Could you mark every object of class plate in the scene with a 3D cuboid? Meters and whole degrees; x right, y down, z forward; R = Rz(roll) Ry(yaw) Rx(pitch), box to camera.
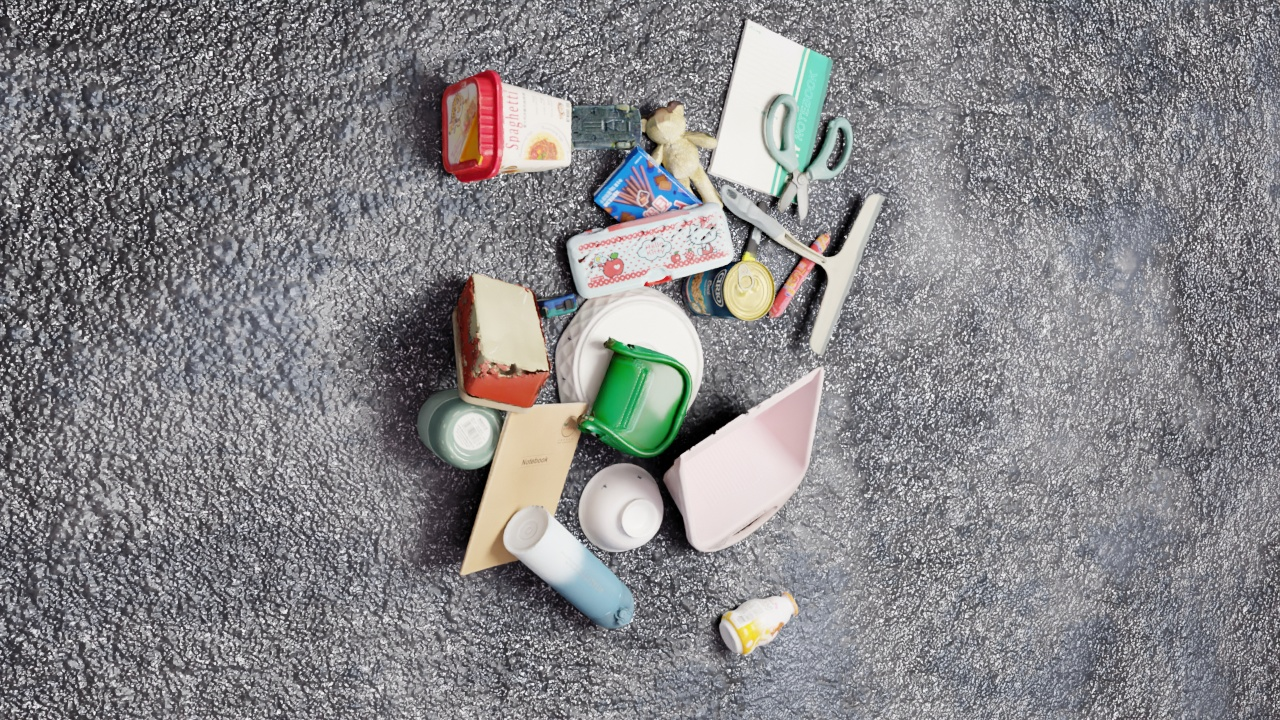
[{"bbox_3d":[-0.007,0.007,1.176,0.204,0.046,0.205,-3,97,-24],"label":"plate"}]

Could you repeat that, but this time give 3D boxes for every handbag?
[{"bbox_3d":[-0.008,0.047,1.116,0.120,0.068,0.131,21,86,-23],"label":"handbag"}]

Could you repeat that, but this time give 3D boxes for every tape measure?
[{"bbox_3d":[-0.105,-0.065,1.118,0.054,0.058,0.025,-15,100,-27],"label":"tape measure"}]

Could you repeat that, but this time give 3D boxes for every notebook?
[{"bbox_3d":[0.179,-0.333,1.245,0.150,0.012,0.209,14,89,-26],"label":"notebook"},{"bbox_3d":[-0.135,0.148,1.086,0.147,0.008,0.208,1,110,-58],"label":"notebook"}]

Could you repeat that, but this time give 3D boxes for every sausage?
[{"bbox_3d":[0.222,-0.120,1.280,0.020,0.020,0.155,39,79,-22],"label":"sausage"}]

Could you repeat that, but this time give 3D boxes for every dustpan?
[{"bbox_3d":[0.146,0.146,1.174,0.222,0.274,0.139,-31,82,-16],"label":"dustpan"}]

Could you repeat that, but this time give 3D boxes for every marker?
[{"bbox_3d":[0.152,-0.157,1.248,0.018,0.015,0.124,17,85,-25],"label":"marker"}]

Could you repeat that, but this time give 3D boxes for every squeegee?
[{"bbox_3d":[0.192,-0.168,1.232,0.246,0.039,0.246,27,80,-27],"label":"squeegee"}]

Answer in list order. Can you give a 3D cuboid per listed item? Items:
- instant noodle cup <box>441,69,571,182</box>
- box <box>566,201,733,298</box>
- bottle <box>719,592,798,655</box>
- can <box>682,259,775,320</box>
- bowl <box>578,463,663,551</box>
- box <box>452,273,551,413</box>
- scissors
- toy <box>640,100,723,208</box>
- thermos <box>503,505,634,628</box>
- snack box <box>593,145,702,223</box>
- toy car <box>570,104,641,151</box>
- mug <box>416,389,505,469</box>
[{"bbox_3d":[-0.151,-0.263,1.054,0.124,0.117,0.116,-4,96,-35],"label":"instant noodle cup"},{"bbox_3d":[0.012,-0.137,1.133,0.201,0.048,0.087,-14,103,0],"label":"box"},{"bbox_3d":[0.166,0.362,1.277,0.108,0.063,0.063,-23,104,-20],"label":"bottle"},{"bbox_3d":[0.111,-0.090,1.183,0.075,0.111,0.075,-2,95,-26],"label":"can"},{"bbox_3d":[-0.014,0.196,1.180,0.118,0.065,0.118,-2,96,-23],"label":"bowl"},{"bbox_3d":[-0.157,-0.028,1.029,0.091,0.168,0.079,14,124,-25],"label":"box"},{"bbox_3d":[0.214,-0.287,1.249,0.177,0.019,0.173,40,78,-25],"label":"scissors"},{"bbox_3d":[0.056,-0.253,1.175,0.105,0.066,0.157,-20,112,22],"label":"toy"},{"bbox_3d":[-0.080,0.259,1.121,0.070,0.070,0.220,-49,130,-13],"label":"thermos"},{"bbox_3d":[0.026,-0.188,1.161,0.157,0.026,0.085,37,110,-22],"label":"snack box"},{"bbox_3d":[-0.057,-0.286,1.130,0.120,0.037,0.054,-4,97,-14],"label":"toy car"},{"bbox_3d":[-0.193,0.079,1.065,0.111,0.106,0.082,1,94,-25],"label":"mug"}]
